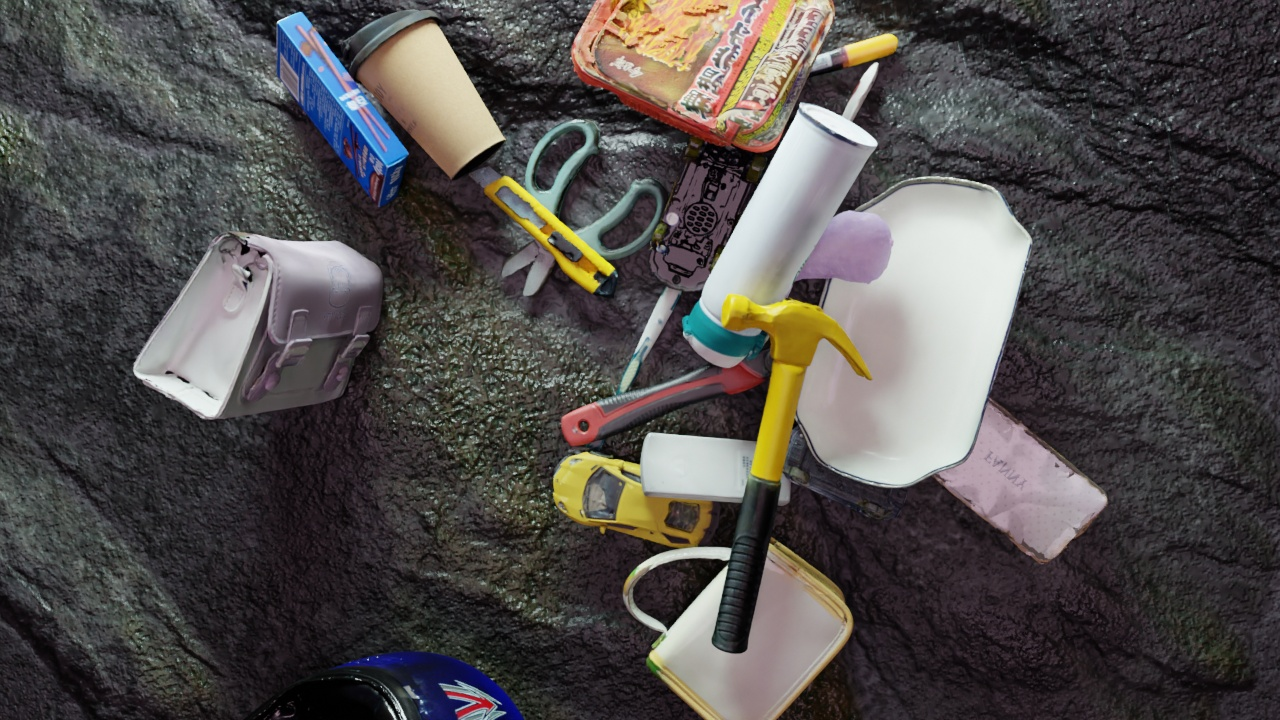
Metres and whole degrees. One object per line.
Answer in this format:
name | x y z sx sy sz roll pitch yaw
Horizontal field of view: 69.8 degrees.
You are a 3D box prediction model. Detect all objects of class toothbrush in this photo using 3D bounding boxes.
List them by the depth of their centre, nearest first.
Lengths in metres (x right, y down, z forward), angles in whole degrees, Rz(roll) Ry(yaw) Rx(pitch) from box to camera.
toothbrush | 0.160 -0.179 0.813 0.017 0.016 0.188 30 97 13
toothbrush | -0.005 0.005 0.845 0.016 0.018 0.191 27 94 3

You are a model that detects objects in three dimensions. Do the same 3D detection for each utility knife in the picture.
utility knife | -0.086 -0.116 0.824 0.173 0.015 0.033 41 96 2

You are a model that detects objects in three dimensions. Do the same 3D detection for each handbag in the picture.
handbag | -0.305 -0.032 0.781 0.098 0.197 0.145 25 96 6
handbag | 0.077 0.227 0.826 0.179 0.063 0.163 40 98 -2

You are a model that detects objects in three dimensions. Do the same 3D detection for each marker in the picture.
marker | 0.163 -0.261 0.806 0.124 0.015 0.018 -14 91 9

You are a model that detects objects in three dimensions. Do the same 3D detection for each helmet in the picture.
helmet | -0.228 0.401 0.781 0.315 0.240 0.247 -41 51 0

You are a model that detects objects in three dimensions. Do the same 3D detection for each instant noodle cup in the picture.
instant noodle cup | 0.050 -0.261 0.769 0.189 0.079 0.164 26 75 3

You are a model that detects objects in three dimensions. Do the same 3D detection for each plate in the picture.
plate | 0.228 -0.023 0.774 0.162 0.034 0.265 14 86 34

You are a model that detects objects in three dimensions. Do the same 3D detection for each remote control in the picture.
remote control | 0.067 0.097 0.818 0.135 0.019 0.056 5 70 -9

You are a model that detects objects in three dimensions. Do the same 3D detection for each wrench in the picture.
wrench | 0.060 0.026 0.828 0.273 0.016 0.056 -15 90 2

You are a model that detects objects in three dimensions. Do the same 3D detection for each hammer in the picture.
hammer | 0.104 0.098 0.759 0.128 0.033 0.301 10 99 -7

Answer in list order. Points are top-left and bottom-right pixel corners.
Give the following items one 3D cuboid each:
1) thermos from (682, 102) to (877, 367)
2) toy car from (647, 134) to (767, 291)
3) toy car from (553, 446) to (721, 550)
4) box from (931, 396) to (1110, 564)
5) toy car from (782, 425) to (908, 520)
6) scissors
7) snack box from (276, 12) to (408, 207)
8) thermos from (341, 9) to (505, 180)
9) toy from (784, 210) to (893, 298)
thermos | 0.109 -0.093 0.755 0.073 0.073 0.225 29 119 3
toy car | 0.057 -0.136 0.812 0.070 0.042 0.158 24 92 4
toy car | -0.005 0.128 0.833 0.156 0.041 0.071 16 95 -4
box | 0.314 0.095 0.797 0.184 0.062 0.090 42 98 0
toy car | 0.180 0.100 0.816 0.120 0.037 0.054 25 73 -2
scissors | -0.049 -0.123 0.836 0.169 0.019 0.177 22 95 3
snack box | -0.267 -0.220 0.818 0.026 0.085 0.157 -37 90 -26
thermos | -0.187 -0.235 0.810 0.093 0.093 0.143 -35 98 7
toy | 0.162 -0.093 0.785 0.108 0.038 0.084 0 102 25
